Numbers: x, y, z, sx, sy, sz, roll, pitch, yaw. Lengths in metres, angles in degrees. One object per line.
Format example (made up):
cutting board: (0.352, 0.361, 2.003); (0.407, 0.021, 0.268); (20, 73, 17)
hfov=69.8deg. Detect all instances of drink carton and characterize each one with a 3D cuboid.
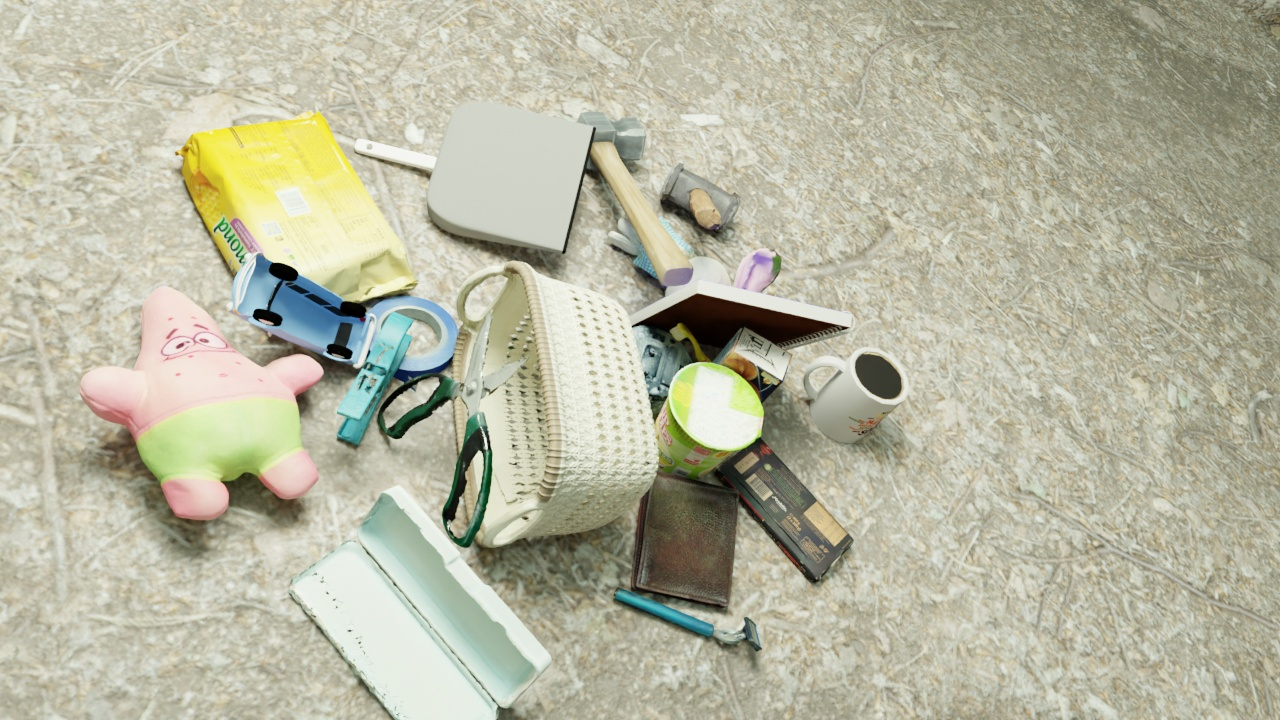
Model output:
drink carton: (0.099, 0.026, 0.956); (0.064, 0.130, 0.040); (31, 52, -3)

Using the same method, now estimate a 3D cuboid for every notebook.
notebook: (0.099, -0.039, 0.959); (0.171, 0.209, 0.022); (11, 80, -17)

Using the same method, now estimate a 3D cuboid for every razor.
razor: (0.042, 0.240, 0.853); (0.144, 0.022, 0.042); (19, 15, -6)

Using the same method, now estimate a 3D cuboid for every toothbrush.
toothbrush: (0.070, 0.000, 0.993); (0.135, 0.016, 0.021); (46, 22, -43)

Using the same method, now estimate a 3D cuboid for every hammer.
hammer: (-0.014, -0.189, 1.046); (0.117, 0.051, 0.322); (-7, 43, -19)
hammer: (0.068, -0.175, 1.028); (0.098, 0.052, 0.328); (28, 13, -4)

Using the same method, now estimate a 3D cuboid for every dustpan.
dustpan: (-0.193, -0.217, 1.029); (0.257, 0.033, 0.163); (13, 70, -4)

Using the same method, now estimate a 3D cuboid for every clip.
clip: (-0.238, 0.006, 0.827); (0.028, 0.114, 0.126); (25, 50, -7)

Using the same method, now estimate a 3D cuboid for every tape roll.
tape roll: (-0.229, -0.023, 0.914); (0.091, 0.016, 0.092); (36, 50, 3)

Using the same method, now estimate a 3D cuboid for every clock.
clock: (-0.006, 0.006, 0.973); (0.129, 0.052, 0.090); (24, 51, -8)

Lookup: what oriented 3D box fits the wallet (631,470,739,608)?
wallet: (0.044, 0.173, 0.891); (0.099, 0.031, 0.119); (15, 62, -15)

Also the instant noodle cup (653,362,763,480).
instant noodle cup: (0.055, 0.071, 0.918); (0.099, 0.108, 0.098); (12, 53, -17)

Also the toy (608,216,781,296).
toy: (0.049, -0.100, 1.052); (0.205, 0.131, 0.105); (27, 70, 11)

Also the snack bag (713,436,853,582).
snack bag: (0.152, 0.153, 0.963); (0.074, 0.018, 0.155); (-32, 74, -37)

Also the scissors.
scissors: (-0.173, 0.053, 0.800); (0.015, 0.204, 0.201); (22, 75, -46)

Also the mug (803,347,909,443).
mug: (0.234, 0.033, 1.038); (0.105, 0.090, 0.073); (27, 50, -5)

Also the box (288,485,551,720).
box: (-0.178, 0.211, 0.740); (0.125, 0.075, 0.197); (-41, 78, -19)

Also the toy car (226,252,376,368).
toy car: (-0.303, -0.042, 0.822); (0.055, 0.153, 0.056); (4, 72, 30)

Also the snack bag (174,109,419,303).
snack bag: (-0.345, -0.152, 0.919); (0.159, 0.068, 0.247); (-23, 69, -34)

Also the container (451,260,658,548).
container: (-0.085, 0.042, 0.835); (0.142, 0.185, 0.245); (8, 56, -32)

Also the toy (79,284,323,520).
toy: (-0.367, 0.022, 0.774); (0.191, 0.097, 0.236); (-9, 53, -44)
